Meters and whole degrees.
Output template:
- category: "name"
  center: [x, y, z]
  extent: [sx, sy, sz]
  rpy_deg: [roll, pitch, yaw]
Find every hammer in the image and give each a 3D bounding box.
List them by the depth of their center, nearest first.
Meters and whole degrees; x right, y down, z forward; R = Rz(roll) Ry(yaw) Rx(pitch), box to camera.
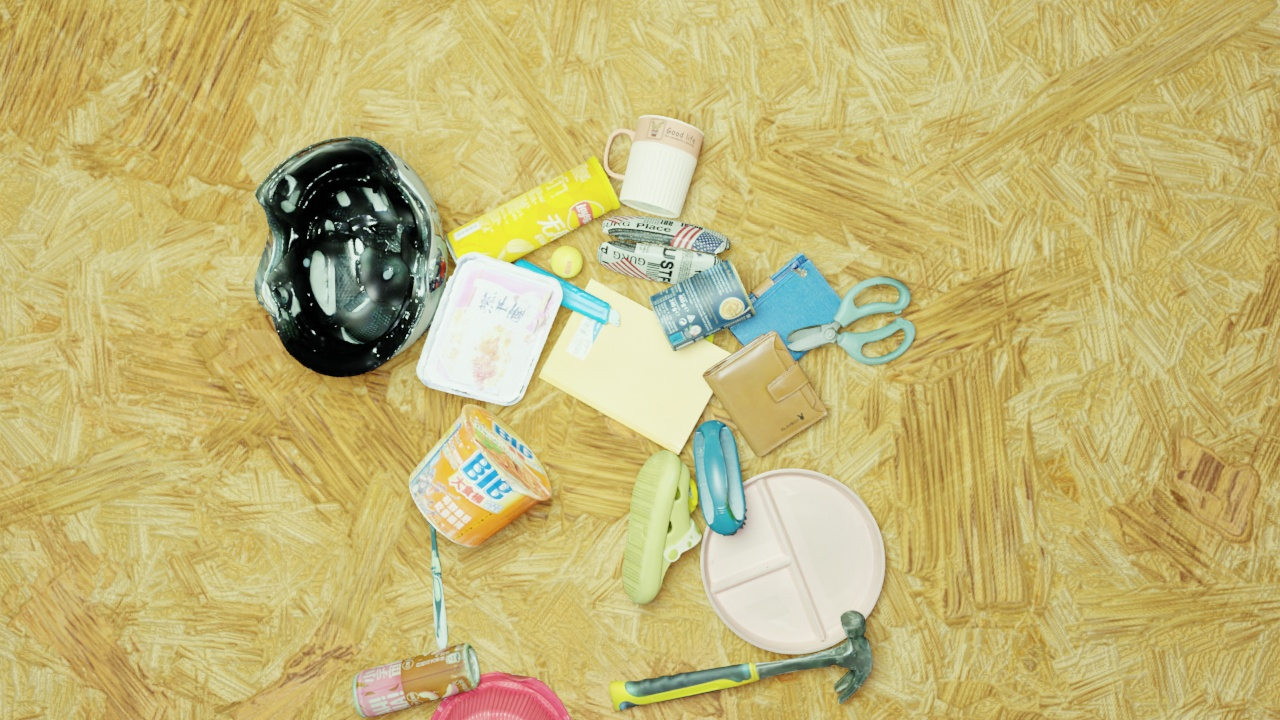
- category: "hammer"
  center: [0.123, 0.389, 1.128]
  extent: [0.323, 0.031, 0.126]
  rpy_deg: [-13, 118, 7]

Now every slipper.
- category: "slipper"
  center: [0.030, 0.207, 1.133]
  extent: [0.081, 0.092, 0.190]
  rpy_deg: [12, 90, -24]

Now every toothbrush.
- category: "toothbrush"
  center: [-0.259, 0.272, 1.160]
  extent: [0.016, 0.018, 0.191]
  rpy_deg: [-5, 89, 0]

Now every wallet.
- category: "wallet"
  center: [0.155, 0.041, 1.133]
  extent: [0.108, 0.031, 0.132]
  rpy_deg: [-32, 107, 6]
- category: "wallet"
  center: [0.183, -0.055, 1.151]
  extent: [0.133, 0.040, 0.106]
  rpy_deg: [-41, 97, 0]

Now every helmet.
- category: "helmet"
  center: [-0.326, -0.121, 1.099]
  extent: [0.230, 0.156, 0.274]
  rpy_deg: [-9, 91, 16]

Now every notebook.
- category: "notebook"
  center: [-0.007, 0.007, 1.156]
  extent: [0.206, 0.010, 0.146]
  rpy_deg: [28, 90, 7]

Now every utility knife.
- category: "utility knife"
  center: [-0.095, -0.083, 1.158]
  extent: [0.159, 0.018, 0.034]
  rpy_deg: [26, 87, 8]

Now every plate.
- category: "plate"
  center: [0.189, 0.249, 1.149]
  extent: [0.229, 0.028, 0.229]
  rpy_deg: [0, 88, 1]

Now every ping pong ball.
- category: "ping pong ball"
  center: [-0.093, -0.124, 1.154]
  extent: [0.040, 0.040, 0.040]
  rpy_deg: [0, 89, 1]

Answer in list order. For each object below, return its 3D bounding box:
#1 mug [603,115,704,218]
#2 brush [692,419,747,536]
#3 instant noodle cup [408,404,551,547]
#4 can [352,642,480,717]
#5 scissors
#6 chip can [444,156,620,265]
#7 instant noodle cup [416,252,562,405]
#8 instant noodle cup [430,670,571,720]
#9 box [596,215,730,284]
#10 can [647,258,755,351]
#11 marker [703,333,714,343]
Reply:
- category: "mug"
  center: [0.010, -0.242, 1.136]
  extent: [0.114, 0.081, 0.106]
  rpy_deg: [15, 90, 5]
- category: "brush"
  center: [0.095, 0.140, 1.113]
  extent: [0.055, 0.073, 0.143]
  rpy_deg: [-10, 69, 9]
- category: "instant noodle cup"
  center: [-0.197, 0.144, 1.103]
  extent: [0.111, 0.151, 0.151]
  rpy_deg: [-43, 89, 8]
- category: "can"
  center: [-0.277, 0.396, 1.137]
  extent: [0.147, 0.058, 0.058]
  rpy_deg: [-16, 89, 0]
- category: "scissors"
  center: [0.266, -0.022, 1.145]
  extent: [0.185, 0.019, 0.130]
  rpy_deg: [-32, 106, -3]
- category: "chip can"
  center: [-0.134, -0.174, 1.140]
  extent: [0.213, 0.072, 0.072]
  rpy_deg: [-27, 88, 0]
- category: "instant noodle cup"
  center: [-0.187, -0.042, 1.117]
  extent: [0.138, 0.060, 0.173]
  rpy_deg: [16, 104, -26]
- category: "instant noodle cup"
  center: [-0.177, 0.488, 1.131]
  extent: [0.194, 0.066, 0.194]
  rpy_deg: [0, 88, 1]
- category: "box"
  center: [0.031, -0.149, 1.148]
  extent: [0.163, 0.076, 0.087]
  rpy_deg: [10, 68, 4]
- category: "can"
  center: [0.073, -0.066, 1.106]
  extent: [0.111, 0.075, 0.075]
  rpy_deg: [-25, 88, 6]
- category: "marker"
  center: [0.075, 0.014, 1.161]
  extent: [0.018, 0.015, 0.124]
  rpy_deg: [11, 88, 5]
